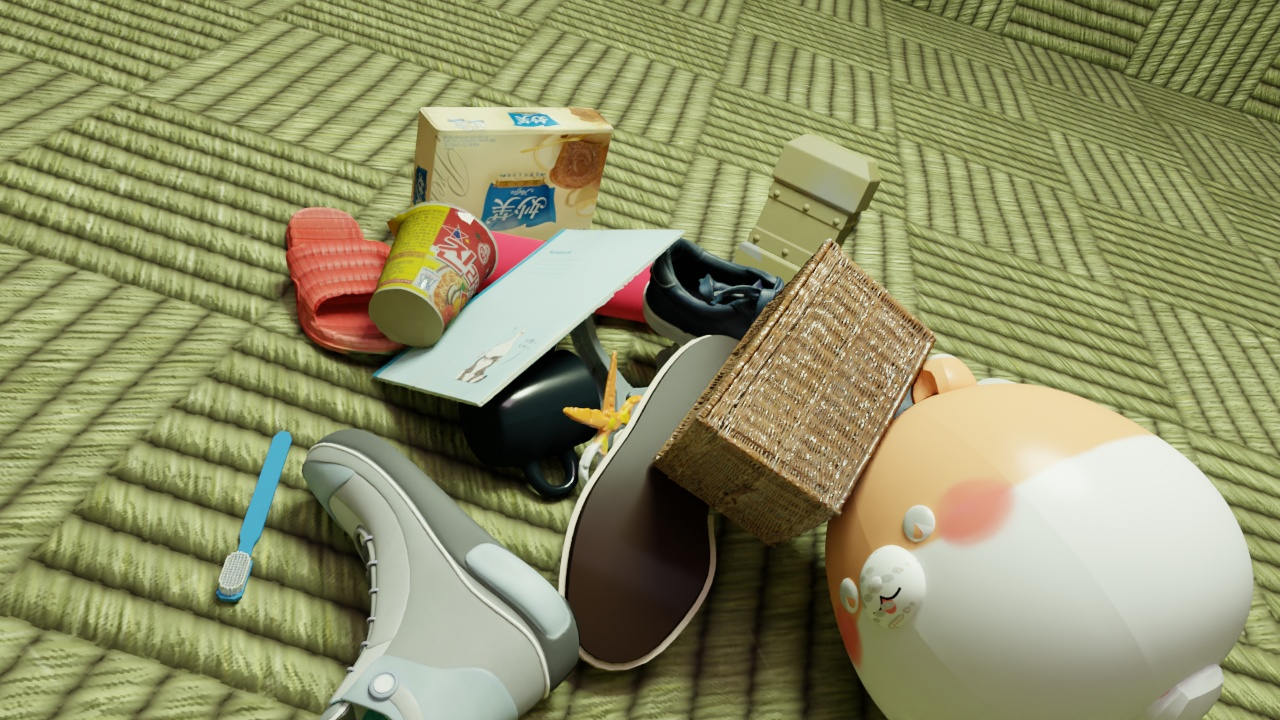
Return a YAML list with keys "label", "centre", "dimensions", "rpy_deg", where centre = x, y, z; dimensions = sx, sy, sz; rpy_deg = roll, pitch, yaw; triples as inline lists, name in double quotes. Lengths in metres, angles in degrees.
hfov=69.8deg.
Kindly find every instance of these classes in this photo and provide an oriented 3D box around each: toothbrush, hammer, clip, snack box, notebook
- label: "toothbrush"
  centre: [-0.283, 0.107, 0.680]
  dimensions: [0.016, 0.014, 0.166]
  rpy_deg: [9, 37, -12]
- label: "hammer"
  centre: [0.233, -0.176, 1.156]
  dimensions: [0.101, 0.190, 0.324]
  rpy_deg: [29, 21, 15]
- label: "clip"
  centre: [-0.001, 0.006, 0.881]
  dimensions: [0.164, 0.031, 0.168]
  rpy_deg: [0, 73, -50]
- label: "snack box"
  centre: [-0.142, -0.196, 1.008]
  dimensions: [0.207, 0.154, 0.055]
  rpy_deg: [-9, 42, -31]
- label: "notebook"
  centre: [-0.101, -0.049, 0.817]
  dimensions: [0.181, 0.009, 0.252]
  rpy_deg: [8, 43, 48]

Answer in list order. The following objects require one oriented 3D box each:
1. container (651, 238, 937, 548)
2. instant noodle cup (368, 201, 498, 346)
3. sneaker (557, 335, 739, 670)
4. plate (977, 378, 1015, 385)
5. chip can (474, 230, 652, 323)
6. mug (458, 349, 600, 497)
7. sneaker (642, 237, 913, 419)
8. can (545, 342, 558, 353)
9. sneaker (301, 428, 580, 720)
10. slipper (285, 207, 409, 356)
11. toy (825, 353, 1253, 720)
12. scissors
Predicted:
- label: "container"
  centre: [0.115, 0.027, 0.674]
  dimensions: [0.113, 0.114, 0.198]
  rpy_deg: [37, 63, 1]
- label: "instant noodle cup"
  centre: [-0.192, -0.073, 0.836]
  dimensions: [0.100, 0.101, 0.112]
  rpy_deg: [16, 44, -3]
- label: "sneaker"
  centre: [0.008, 0.115, 0.738]
  dimensions: [0.111, 0.117, 0.293]
  rpy_deg: [25, 56, -1]
- label: "plate"
  centre: [0.410, 0.063, 1.009]
  dimensions: [0.104, 0.026, 0.104]
  rpy_deg: [11, 38, -9]
- label: "chip can"
  centre: [-0.063, -0.085, 0.970]
  dimensions: [0.220, 0.069, 0.069]
  rpy_deg: [9, 38, -11]
- label: "mug"
  centre: [-0.089, 0.058, 0.777]
  dimensions: [0.094, 0.085, 0.121]
  rpy_deg: [-16, 77, -36]
- label: "sneaker"
  centre: [0.132, -0.030, 0.817]
  dimensions: [0.295, 0.127, 0.120]
  rpy_deg: [30, 57, 16]
- label: "can"
  centre: [-0.091, -0.030, 0.877]
  dimensions: [0.031, 0.081, 0.031]
  rpy_deg: [11, 37, -9]
- label: "sneaker"
  centre: [-0.176, 0.160, 0.607]
  dimensions: [0.257, 0.093, 0.160]
  rpy_deg: [33, 48, 21]
- label: "slipper"
  centre: [-0.291, -0.093, 0.896]
  dimensions: [0.103, 0.059, 0.248]
  rpy_deg: [-7, 42, -30]
- label: "toy"
  centre: [0.253, 0.141, 0.641]
  dimensions: [0.265, 0.264, 0.280]
  rpy_deg: [-3, 47, -37]
- label: "scissors"
  centre: [-0.028, 0.057, 0.777]
  dimensions: [0.011, 0.131, 0.125]
  rpy_deg: [10, -6, 36]
